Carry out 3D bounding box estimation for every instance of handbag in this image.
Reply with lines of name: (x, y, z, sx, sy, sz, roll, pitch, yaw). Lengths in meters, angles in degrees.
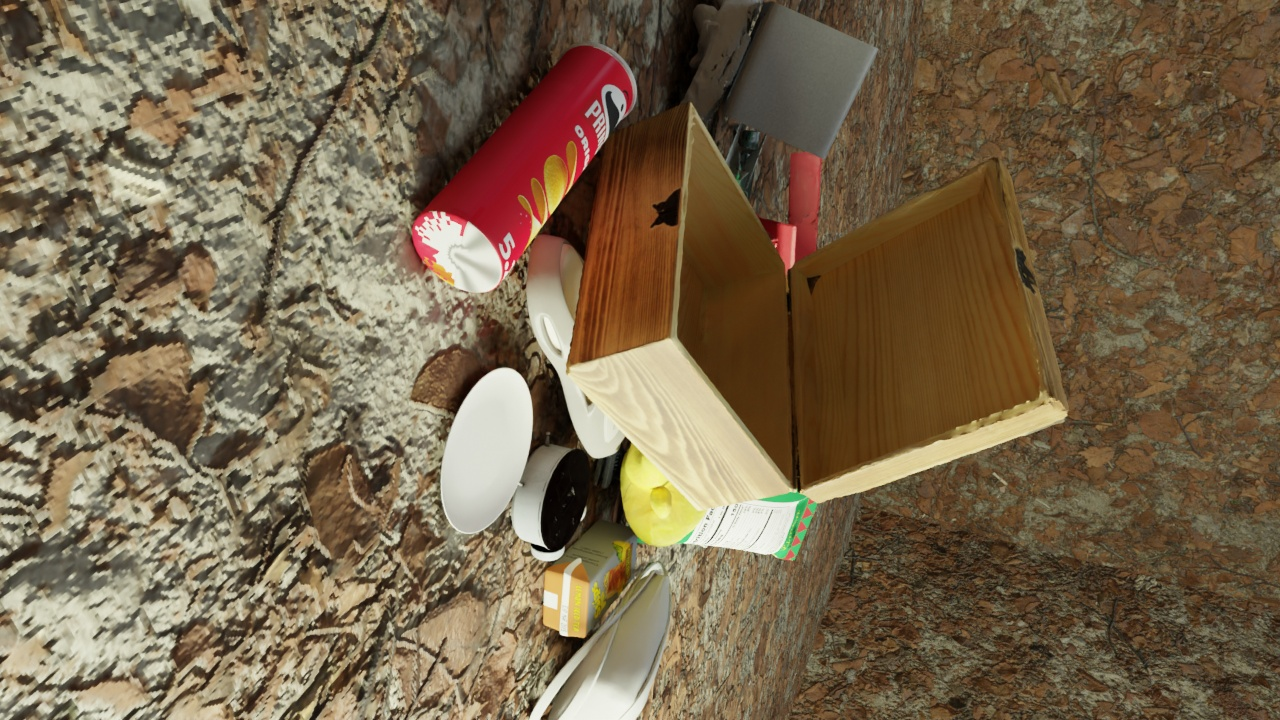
handbag: (-0.031, 0.307, 0.997, 0.216, 0.095, 0.222, -60, -179, 38)

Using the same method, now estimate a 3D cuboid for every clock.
clock: (-0.081, 0.132, 0.848, 0.123, 0.035, 0.094, 84, 27, -42)

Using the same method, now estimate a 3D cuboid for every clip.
clip: (0.124, -0.242, 1.098, 0.052, 0.058, 0.102, 41, 61, -38)

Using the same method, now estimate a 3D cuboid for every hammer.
hammer: (0.077, -0.221, 1.075, 0.318, 0.032, 0.130, -15, 116, -66)

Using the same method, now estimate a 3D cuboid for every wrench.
wrench: (-0.010, 0.129, 1.047, 0.273, 0.022, 0.073, 53, 53, -62)

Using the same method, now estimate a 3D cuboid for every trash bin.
trash bin: (0.166, -0.313, 1.005, 0.228, 0.114, 0.115, -76, -171, -68)

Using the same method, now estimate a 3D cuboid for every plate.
plate: (-0.124, 0.071, 0.733, 0.134, 0.011, 0.134, 12, 90, -69)

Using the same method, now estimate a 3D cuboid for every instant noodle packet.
instant noodle packet: (0.120, 0.142, 1.100, 0.252, 0.090, 0.196, 13, 104, -28)

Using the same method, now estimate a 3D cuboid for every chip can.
chip can: (-0.077, -0.144, 0.659, 0.069, 0.069, 0.219, 80, 30, -45)

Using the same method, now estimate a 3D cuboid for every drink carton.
drink carton: (-0.051, 0.223, 0.955, 0.124, 0.048, 0.076, -35, 133, -61)

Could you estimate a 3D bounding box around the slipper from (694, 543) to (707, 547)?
slipper: (0.108, 0.146, 1.325, 0.115, 0.052, 0.262, 79, 26, -50)

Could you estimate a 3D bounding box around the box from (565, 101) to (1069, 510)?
box: (0.161, -0.055, 0.780, 0.286, 0.335, 0.278, 51, 32, -43)

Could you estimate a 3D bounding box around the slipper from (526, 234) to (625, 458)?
slipper: (-0.029, -0.008, 0.815, 0.266, 0.081, 0.112, 72, 15, -48)

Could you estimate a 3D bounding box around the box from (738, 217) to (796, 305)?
box: (0.118, -0.031, 1.036, 0.164, 0.153, 0.214, -19, 131, -19)

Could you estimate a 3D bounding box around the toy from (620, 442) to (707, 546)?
toy: (0.022, 0.118, 0.949, 0.208, 0.092, 0.133, 69, 16, -58)

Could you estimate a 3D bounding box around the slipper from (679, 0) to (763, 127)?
slipper: (0.092, -0.359, 0.972, 0.112, 0.074, 0.247, 24, 87, -78)
